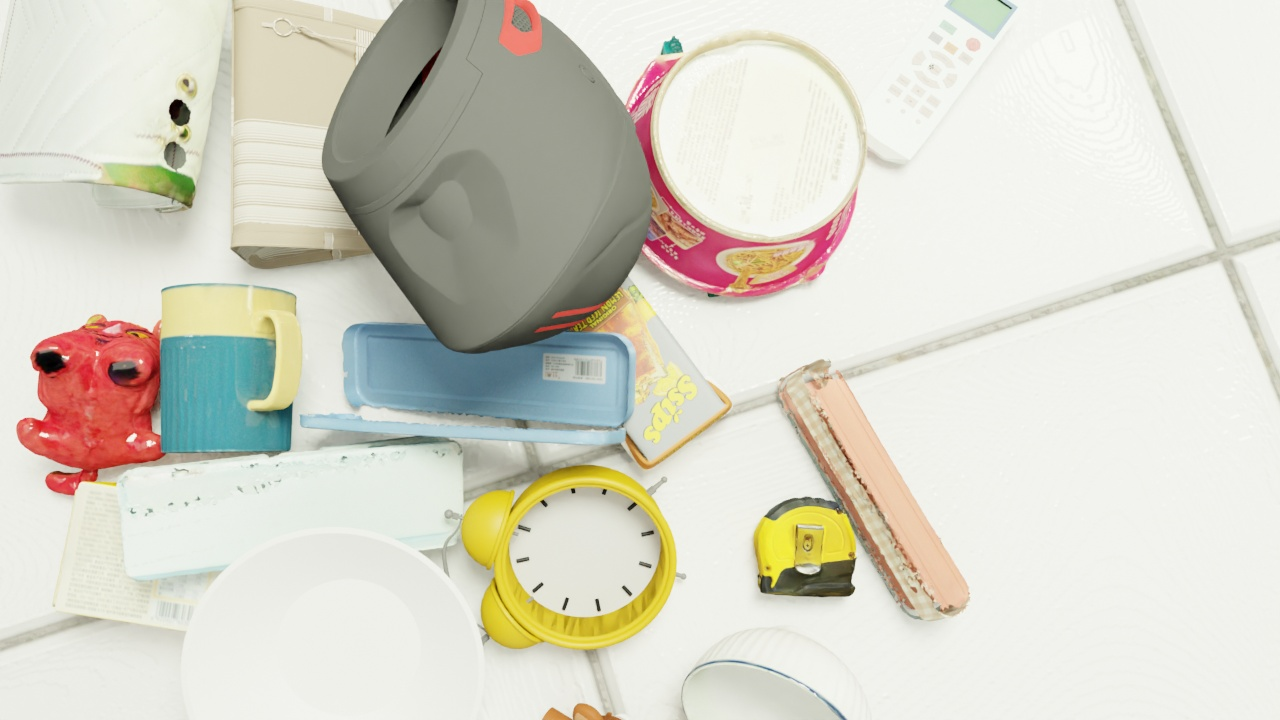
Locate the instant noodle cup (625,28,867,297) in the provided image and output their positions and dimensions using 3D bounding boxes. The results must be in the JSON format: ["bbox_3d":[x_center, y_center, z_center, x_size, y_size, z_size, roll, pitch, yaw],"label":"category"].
[{"bbox_3d":[0.071,-0.136,0.602,0.178,0.078,0.178,1,83,-7],"label":"instant noodle cup"}]

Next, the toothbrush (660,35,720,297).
[{"bbox_3d":[0.038,-0.138,0.646,0.016,0.017,0.189,-10,83,-3],"label":"toothbrush"}]

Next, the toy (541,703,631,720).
[{"bbox_3d":[-0.003,0.255,0.580,0.128,0.065,0.095,25,125,19],"label":"toy"}]

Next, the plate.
[{"bbox_3d":[-0.181,0.182,0.556,0.174,0.036,0.174,0,95,-4],"label":"plate"}]

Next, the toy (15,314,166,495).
[{"bbox_3d":[-0.362,0.031,0.623,0.088,0.094,0.133,17,111,-24],"label":"toy"}]

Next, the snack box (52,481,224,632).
[{"bbox_3d":[-0.308,0.127,0.599,0.106,0.061,0.083,8,83,2],"label":"snack box"}]

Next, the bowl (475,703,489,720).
[{"bbox_3d":[-0.151,0.258,0.589,0.110,0.040,0.110,0,83,1],"label":"bowl"}]

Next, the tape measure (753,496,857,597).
[{"bbox_3d":[0.108,0.121,0.601,0.065,0.037,0.064,1,83,2],"label":"tape measure"}]

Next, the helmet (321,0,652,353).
[{"bbox_3d":[-0.079,-0.108,0.545,0.164,0.264,0.170,-39,128,23],"label":"helmet"}]

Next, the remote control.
[{"bbox_3d":[0.205,-0.203,0.645,0.049,0.024,0.143,37,87,5],"label":"remote control"}]

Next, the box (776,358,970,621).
[{"bbox_3d":[0.151,0.085,0.612,0.058,0.063,0.188,-23,80,-27],"label":"box"}]

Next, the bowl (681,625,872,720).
[{"bbox_3d":[0.091,0.207,0.568,0.118,0.118,0.062,36,44,5],"label":"bowl"}]

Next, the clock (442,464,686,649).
[{"bbox_3d":[-0.049,0.127,0.589,0.152,0.052,0.113,-12,100,-2],"label":"clock"}]

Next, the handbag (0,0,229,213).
[{"bbox_3d":[-0.337,-0.202,0.606,0.142,0.096,0.198,7,86,28],"label":"handbag"}]

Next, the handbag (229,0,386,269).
[{"bbox_3d":[-0.178,-0.159,0.644,0.198,0.062,0.175,-2,83,-7],"label":"handbag"}]

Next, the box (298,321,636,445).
[{"bbox_3d":[-0.110,0.012,0.578,0.209,0.077,0.074,2,92,17],"label":"box"}]

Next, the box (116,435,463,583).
[{"bbox_3d":[-0.211,0.091,0.570,0.198,0.066,0.083,-3,115,-26],"label":"box"}]

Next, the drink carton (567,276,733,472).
[{"bbox_3d":[-0.004,0.004,0.613,0.076,0.048,0.125,-36,83,-3],"label":"drink carton"}]

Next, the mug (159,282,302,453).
[{"bbox_3d":[-0.258,0.006,0.592,0.114,0.083,0.107,-5,82,37],"label":"mug"}]
